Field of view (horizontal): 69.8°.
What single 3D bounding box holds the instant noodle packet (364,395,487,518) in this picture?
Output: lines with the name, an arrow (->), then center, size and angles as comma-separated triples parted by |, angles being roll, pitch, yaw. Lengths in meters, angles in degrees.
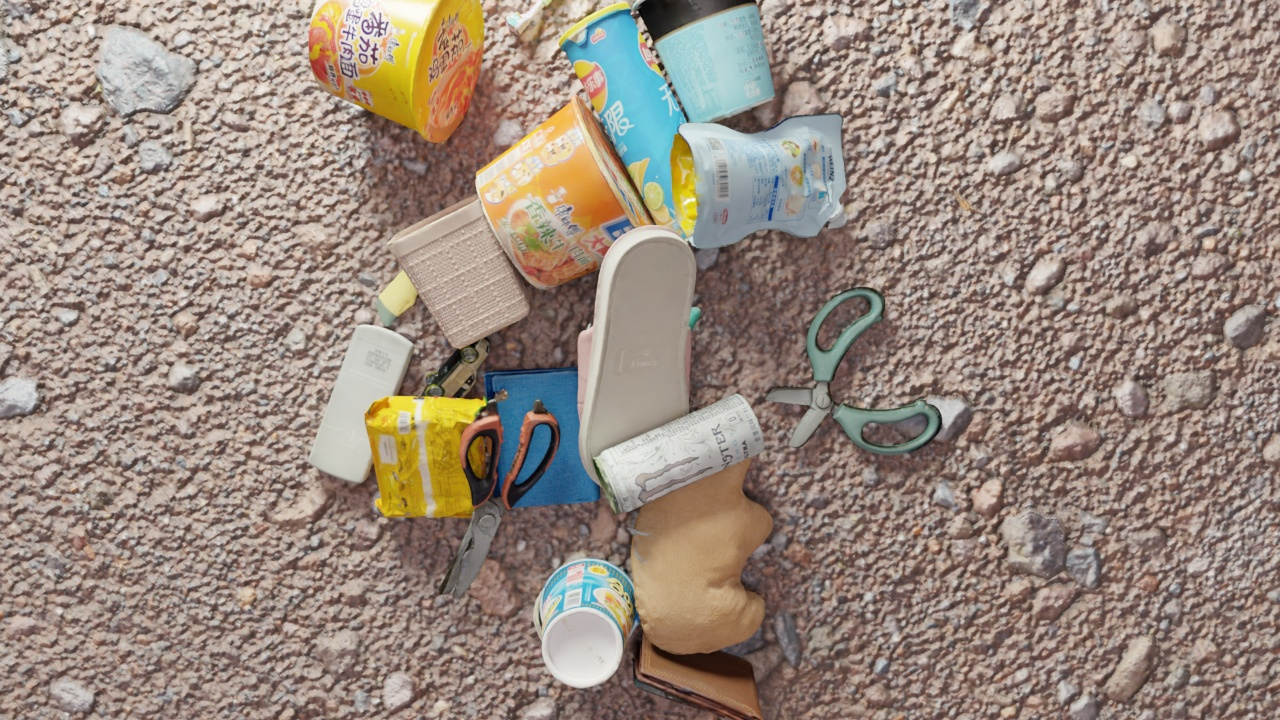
instant noodle packet -> -0.195, 0.089, 0.854 | 0.110, 0.044, 0.129 | 0, 119, -5

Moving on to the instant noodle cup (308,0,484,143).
instant noodle cup -> -0.215, -0.273, 0.806 | 0.110, 0.138, 0.138 | 17, 94, 7

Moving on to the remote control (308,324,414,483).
remote control -> -0.267, 0.041, 0.880 | 0.058, 0.021, 0.150 | 22, 94, -1

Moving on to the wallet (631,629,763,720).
wallet -> 0.053, 0.297, 0.855 | 0.124, 0.101, 0.032 | 20, 96, -1

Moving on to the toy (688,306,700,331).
toy -> -0.003, -0.030, 0.869 | 0.092, 0.030, 0.096 | 33, 102, 2

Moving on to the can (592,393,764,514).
can -> 0.034, 0.083, 0.817 | 0.146, 0.058, 0.058 | -23, 94, -10

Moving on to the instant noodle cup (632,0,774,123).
instant noodle cup -> 0.064, -0.275, 0.816 | 0.111, 0.111, 0.120 | -19, 102, 2

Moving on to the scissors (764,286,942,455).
scissors -> 0.216, 0.026, 0.875 | 0.180, 0.019, 0.170 | 29, 93, -3

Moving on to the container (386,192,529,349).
container -> -0.158, -0.080, 0.829 | 0.090, 0.090, 0.111 | -26, 107, 0

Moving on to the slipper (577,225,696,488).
slipper -> -0.005, 0.005, 0.820 | 0.114, 0.054, 0.275 | -10, 124, -20

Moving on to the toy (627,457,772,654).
toy -> 0.057, 0.163, 0.857 | 0.143, 0.083, 0.226 | 3, 93, -28

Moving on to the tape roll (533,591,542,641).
tape roll -> -0.061, 0.249, 0.897 | 0.086, 0.014, 0.086 | 0, 94, 0

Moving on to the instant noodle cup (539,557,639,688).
instant noodle cup -> -0.049, 0.241, 0.833 | 0.099, 0.110, 0.099 | 0, 93, 1

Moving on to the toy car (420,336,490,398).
toy car -> -0.173, 0.012, 0.867 | 0.035, 0.042, 0.090 | 37, 99, -24

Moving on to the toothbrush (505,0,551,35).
toothbrush -> -0.057, -0.378, 0.848 | 0.189, 0.029, 0.021 | -48, 133, 2

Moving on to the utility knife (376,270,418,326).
utility knife -> -0.174, -0.117, 0.869 | 0.219, 0.022, 0.031 | -44, 97, 10

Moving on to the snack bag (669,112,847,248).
snack bag -> 0.114, -0.161, 0.816 | 0.190, 0.039, 0.110 | -11, 91, -32

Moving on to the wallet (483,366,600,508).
wallet -> -0.094, 0.072, 0.871 | 0.106, 0.040, 0.133 | -3, 102, 0

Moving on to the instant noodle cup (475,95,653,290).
instant noodle cup -> -0.067, -0.139, 0.808 | 0.111, 0.151, 0.151 | -27, 93, 10

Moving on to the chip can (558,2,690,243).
chip can -> 0.007, -0.207, 0.825 | 0.071, 0.071, 0.210 | -28, 98, 2

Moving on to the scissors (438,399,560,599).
scissors -> -0.150, 0.131, 0.848 | 0.207, 0.015, 0.193 | -32, 123, -1
